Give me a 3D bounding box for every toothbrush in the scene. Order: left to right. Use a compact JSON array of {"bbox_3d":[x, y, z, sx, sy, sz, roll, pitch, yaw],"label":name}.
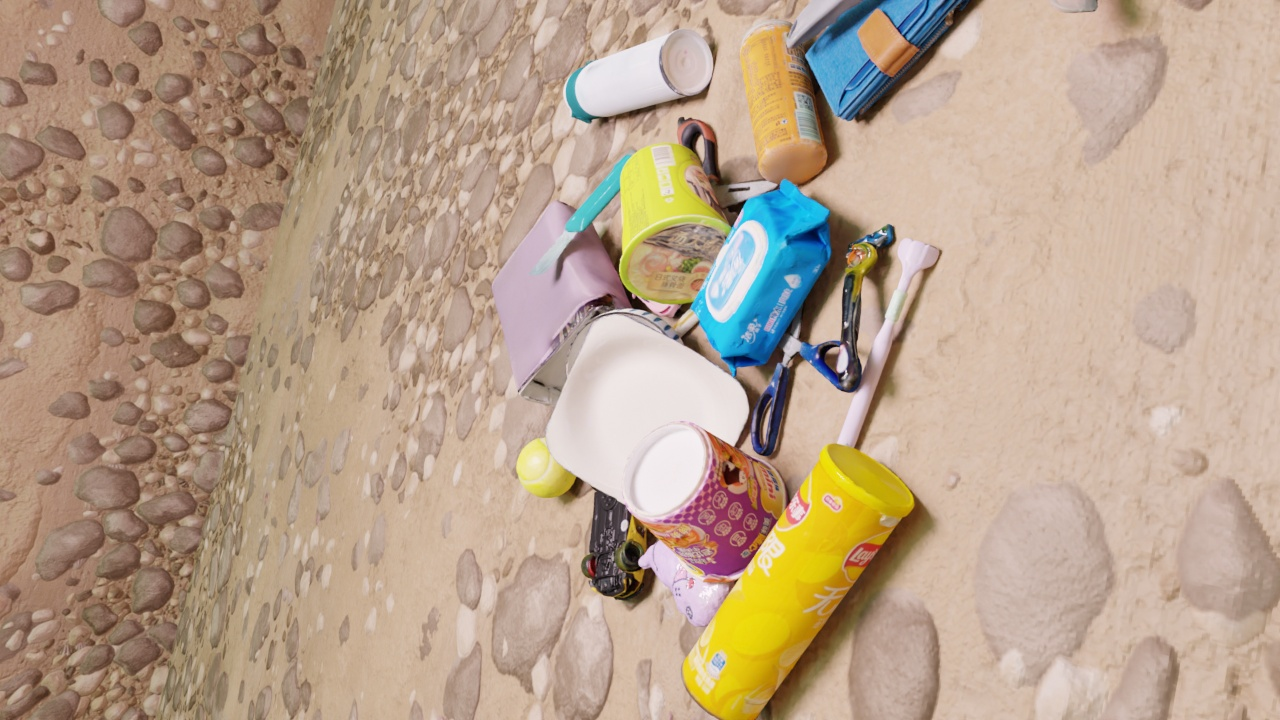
[{"bbox_3d":[0.012,-0.008,0.914,0.192,0.018,0.016,-45,45,38],"label":"toothbrush"},{"bbox_3d":[0.173,0.003,0.678,0.029,0.021,0.189,22,98,24],"label":"toothbrush"}]

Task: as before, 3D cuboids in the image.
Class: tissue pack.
[{"bbox_3d":[0.098,-0.072,0.765,0.157,0.052,0.095,-61,28,23],"label":"tissue pack"}]

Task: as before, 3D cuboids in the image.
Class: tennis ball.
[{"bbox_3d":[-0.100,0.115,0.985,0.066,0.065,0.065,-27,56,48],"label":"tennis ball"}]

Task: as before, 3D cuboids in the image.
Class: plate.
[{"bbox_3d":[0.007,0.053,0.825,0.163,0.034,0.164,30,111,12],"label":"plate"}]

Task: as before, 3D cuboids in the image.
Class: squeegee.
[{"bbox_3d":[0.201,-0.301,0.686,0.250,0.040,0.247,-19,53,45],"label":"squeegee"}]

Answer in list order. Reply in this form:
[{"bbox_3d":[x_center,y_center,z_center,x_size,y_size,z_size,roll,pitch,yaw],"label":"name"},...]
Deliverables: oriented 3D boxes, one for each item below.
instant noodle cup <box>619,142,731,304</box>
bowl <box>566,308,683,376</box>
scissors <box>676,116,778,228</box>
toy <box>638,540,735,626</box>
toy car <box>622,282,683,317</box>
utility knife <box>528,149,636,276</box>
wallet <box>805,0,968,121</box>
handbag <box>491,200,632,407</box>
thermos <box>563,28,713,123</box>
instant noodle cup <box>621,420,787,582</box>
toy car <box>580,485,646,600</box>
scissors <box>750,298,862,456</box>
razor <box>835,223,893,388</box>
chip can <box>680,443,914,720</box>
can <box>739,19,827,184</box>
[{"bbox_3d":[0.028,-0.133,0.851,0.112,0.111,0.123,-45,41,37],"label":"instant noodle cup"},{"bbox_3d":[-0.005,0.005,0.874,0.116,0.066,0.116,5,105,19],"label":"bowl"},{"bbox_3d":[0.060,-0.166,0.911,0.190,0.015,0.226,-43,46,39],"label":"scissors"},{"bbox_3d":[0.045,0.176,0.777,0.084,0.039,0.108,-57,36,13],"label":"toy"},{"bbox_3d":[0.012,-0.085,0.931,0.056,0.037,0.122,-64,34,14],"label":"toy car"},{"bbox_3d":[-0.055,-0.160,0.981,0.029,0.013,0.222,17,53,26],"label":"utility knife"},{"bbox_3d":[0.194,-0.269,0.741,0.133,0.040,0.106,-47,38,35],"label":"wallet"},{"bbox_3d":[-0.081,-0.060,0.995,0.145,0.098,0.196,-57,35,27],"label":"handbag"},{"bbox_3d":[-0.012,-0.316,1.029,0.225,0.073,0.073,9,85,56],"label":"thermos"},{"bbox_3d":[0.046,0.105,0.724,0.112,0.099,0.111,-23,46,26],"label":"instant noodle cup"},{"bbox_3d":[-0.019,0.148,0.876,0.071,0.041,0.155,-28,53,47],"label":"toy car"},{"bbox_3d":[0.123,0.000,0.748,0.162,0.012,0.173,-69,27,16],"label":"scissors"},{"bbox_3d":[0.159,-0.042,0.683,0.043,0.022,0.142,-27,40,51],"label":"razor"},{"bbox_3d":[0.108,0.163,0.662,0.214,0.072,0.072,-61,36,21],"label":"chip can"},{"bbox_3d":[0.124,-0.227,0.805,0.058,0.058,0.145,-34,50,44],"label":"can"}]
